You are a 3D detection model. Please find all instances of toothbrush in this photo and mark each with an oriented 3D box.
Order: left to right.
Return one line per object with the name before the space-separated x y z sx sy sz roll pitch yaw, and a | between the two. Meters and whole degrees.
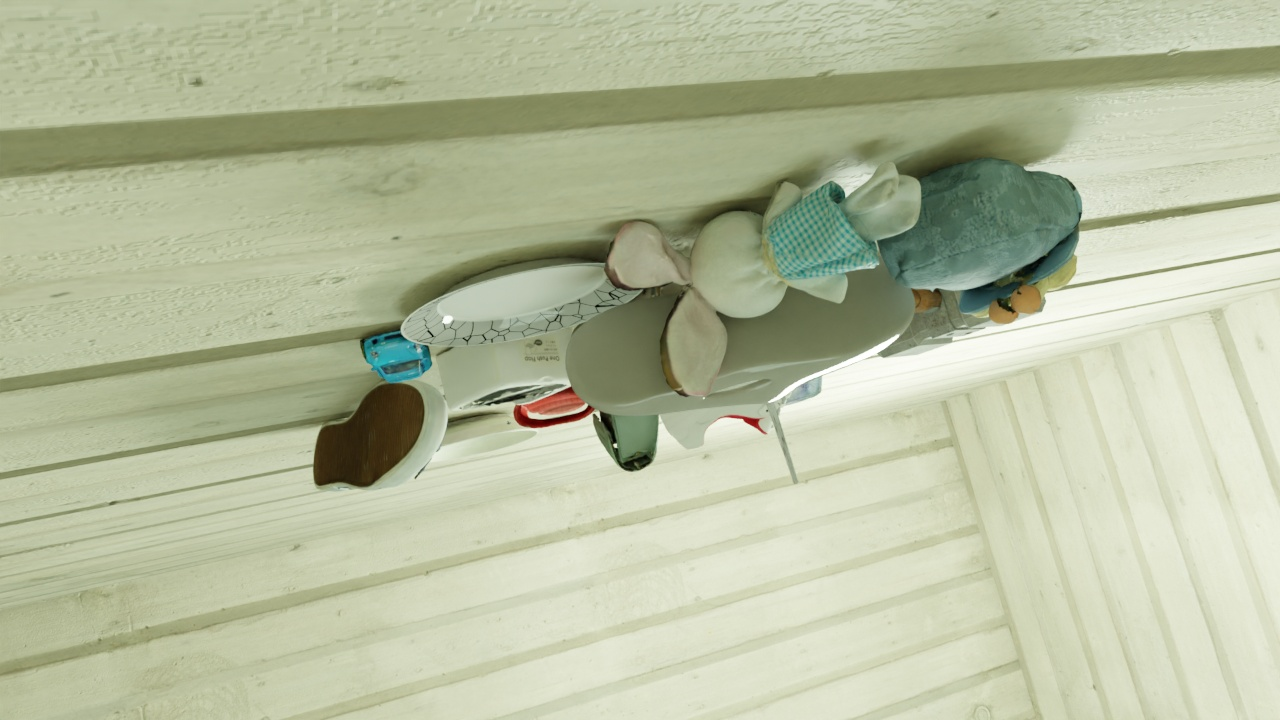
toothbrush | 0.126 0.036 0.914 0.010 0.181 0.010 -24 162 26

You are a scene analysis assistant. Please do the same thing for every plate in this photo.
plate | -0.235 0.105 1.278 0.182 0.034 0.182 -13 170 -3
plate | -0.088 -0.047 0.700 0.188 0.016 0.189 -13 170 -3

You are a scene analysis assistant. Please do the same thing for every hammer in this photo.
hammer | 0.238 -0.059 0.884 0.316 0.083 0.163 -4 166 -43

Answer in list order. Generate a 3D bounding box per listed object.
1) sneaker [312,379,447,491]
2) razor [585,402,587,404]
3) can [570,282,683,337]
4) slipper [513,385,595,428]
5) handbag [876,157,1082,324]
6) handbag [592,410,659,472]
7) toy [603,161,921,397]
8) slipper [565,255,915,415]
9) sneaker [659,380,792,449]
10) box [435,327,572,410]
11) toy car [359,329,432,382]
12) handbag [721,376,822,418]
sneaker | -0.244 0.084 0.966 0.127 0.120 0.295 8 162 -32
razor | -0.006 0.006 0.973 0.141 0.052 0.063 -25 125 31
can | -0.005 -0.031 0.795 0.054 0.054 0.136 -6 168 -37
slipper | -0.100 0.048 1.082 0.103 0.059 0.249 -14 168 -3
handbag | 0.259 -0.084 0.682 0.122 0.118 0.191 -20 173 34
handbag | -0.019 0.071 1.120 0.067 0.106 0.122 -3 -173 -11
toy | 0.089 -0.080 0.627 0.206 0.131 0.105 -27 -163 21
slipper | 0.075 -0.008 0.709 0.265 0.112 0.081 -17 144 -9
sneaker | 0.132 0.025 1.016 0.236 0.104 0.090 -27 -177 -13
box | -0.119 0.025 0.848 0.103 0.091 0.107 -24 164 41
toy car | -0.201 -0.001 0.761 0.048 0.032 0.105 -12 168 -9
handbag | 0.141 0.007 1.131 0.159 0.069 0.126 -14 -159 18
